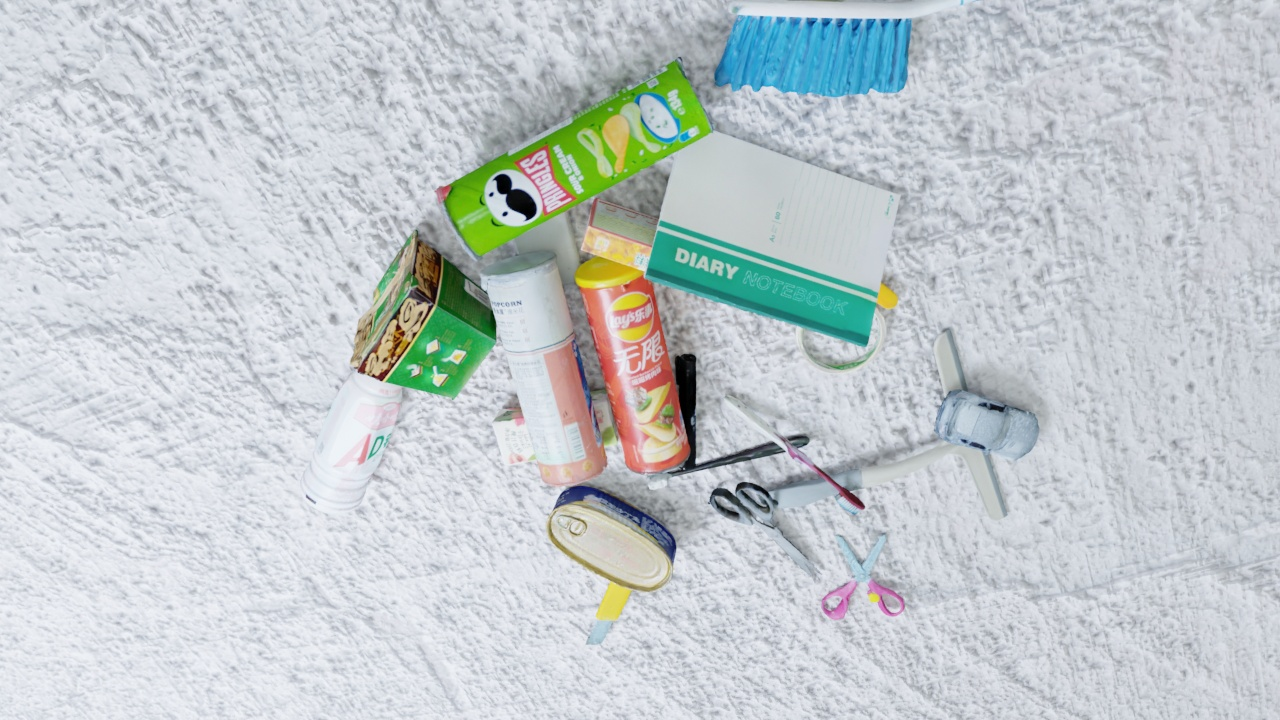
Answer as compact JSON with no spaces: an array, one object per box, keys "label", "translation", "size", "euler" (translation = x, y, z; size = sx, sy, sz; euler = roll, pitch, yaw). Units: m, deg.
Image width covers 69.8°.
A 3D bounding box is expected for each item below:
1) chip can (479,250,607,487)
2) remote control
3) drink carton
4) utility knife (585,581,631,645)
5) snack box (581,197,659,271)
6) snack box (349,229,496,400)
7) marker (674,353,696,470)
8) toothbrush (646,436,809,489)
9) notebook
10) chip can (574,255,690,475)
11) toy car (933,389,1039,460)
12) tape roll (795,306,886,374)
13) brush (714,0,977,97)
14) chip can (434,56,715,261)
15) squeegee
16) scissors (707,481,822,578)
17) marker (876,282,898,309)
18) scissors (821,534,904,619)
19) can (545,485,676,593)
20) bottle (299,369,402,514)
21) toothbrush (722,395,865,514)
[{"label":"chip can","translation":[-0.087,0.010,0.862],"size":[0.071,0.071,0.215],"euler":[-10,110,8]},{"label":"remote control","translation":[-0.094,-0.131,0.854],"size":[0.056,0.019,0.135],"euler":[-10,117,7]},{"label":"drink carton","translation":[-0.085,0.068,0.947],"size":[0.122,0.045,0.053],"euler":[-12,108,7]},{"label":"utility knife","translation":[-0.026,0.261,1.065],"size":[0.033,0.015,0.197],"euler":[23,115,-1]},{"label":"snack box","translation":[0.026,-0.101,0.833],"size":[0.155,0.076,0.027],"euler":[18,118,-7]},{"label":"snack box","translation":[-0.197,-0.035,0.868],"size":[0.105,0.118,0.118],"euler":[27,117,-26]},{"label":"marker","translation":[0.047,0.055,0.950],"size":[0.022,0.020,0.132],"euler":[8,119,17]},{"label":"toothbrush","translation":[0.092,0.109,0.980],"size":[0.181,0.018,0.016],"euler":[-16,113,9]},{"label":"notebook","translation":[0.119,-0.111,0.811],"size":[0.209,0.012,0.150],"euler":[17,77,-8]},{"label":"chip can","translation":[-0.005,0.005,0.890],"size":[0.073,0.073,0.217],"euler":[-9,115,7]},{"label":"toy car","translation":[0.351,0.067,0.921],"size":[0.120,0.037,0.054],"euler":[16,98,-21]},{"label":"tape roll","translation":[0.197,-0.026,0.903],"size":[0.086,0.013,0.086],"euler":[1,118,1]},{"label":"brush","translation":[0.221,-0.273,0.751],"size":[0.314,0.060,0.110],"euler":[1,115,-1]},{"label":"chip can","translation":[-0.056,-0.171,0.784],"size":[0.236,0.072,0.072],"euler":[-27,114,6]},{"label":"squeegee","translation":[0.241,0.117,0.965],"size":[0.247,0.039,0.246],"euler":[-20,116,13]},{"label":"scissors","translation":[0.152,0.188,1.009],"size":[0.173,0.014,0.141],"euler":[22,139,1]},{"label":"marker","translation":[0.195,-0.088,0.870],"size":[0.124,0.015,0.018],"euler":[34,113,-12]},{"label":"scissors","translation":[0.247,0.253,1.053],"size":[0.124,0.017,0.133],"euler":[-27,110,19]},{"label":"can","translation":[-0.030,0.193,0.999],"size":[0.148,0.049,0.075],"euler":[29,114,-3]},{"label":"bottle","translation":[-0.290,0.067,0.944],"size":[0.068,0.068,0.197],"euler":[24,114,-11]},{"label":"toothbrush","translation":[0.157,0.098,0.950],"size":[0.187,0.016,0.017],"euler":[39,124,-2]}]
